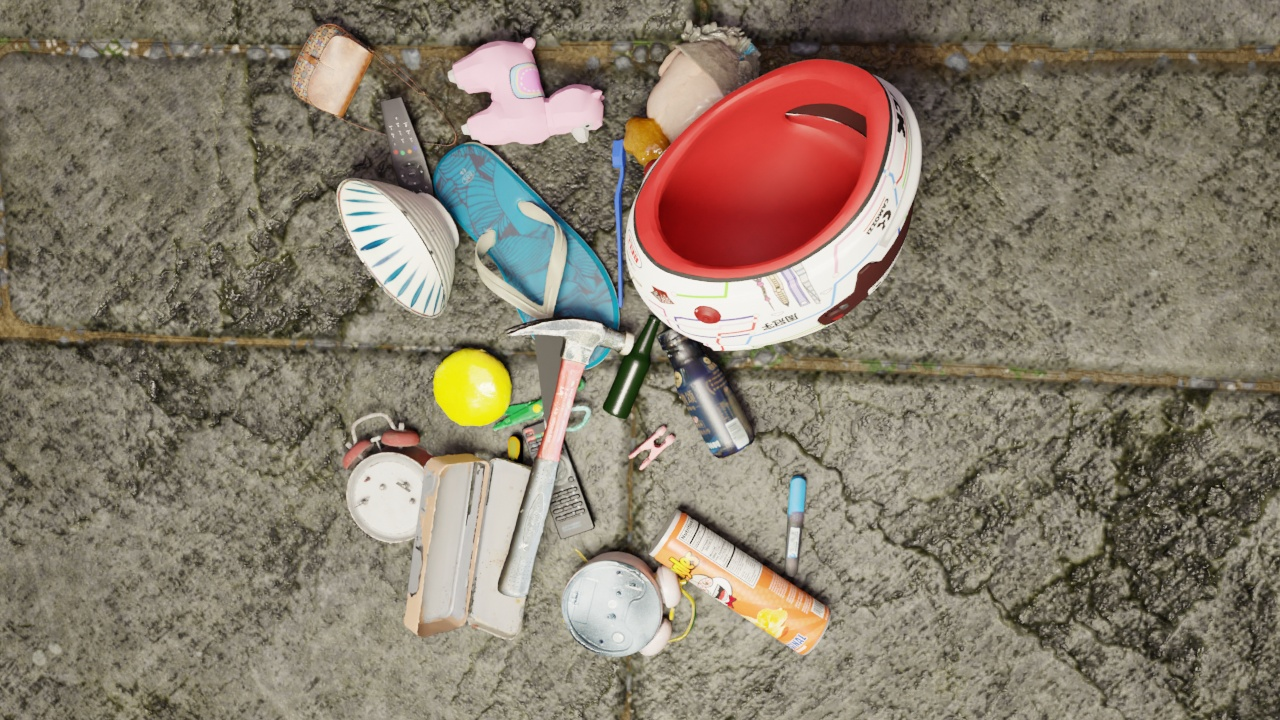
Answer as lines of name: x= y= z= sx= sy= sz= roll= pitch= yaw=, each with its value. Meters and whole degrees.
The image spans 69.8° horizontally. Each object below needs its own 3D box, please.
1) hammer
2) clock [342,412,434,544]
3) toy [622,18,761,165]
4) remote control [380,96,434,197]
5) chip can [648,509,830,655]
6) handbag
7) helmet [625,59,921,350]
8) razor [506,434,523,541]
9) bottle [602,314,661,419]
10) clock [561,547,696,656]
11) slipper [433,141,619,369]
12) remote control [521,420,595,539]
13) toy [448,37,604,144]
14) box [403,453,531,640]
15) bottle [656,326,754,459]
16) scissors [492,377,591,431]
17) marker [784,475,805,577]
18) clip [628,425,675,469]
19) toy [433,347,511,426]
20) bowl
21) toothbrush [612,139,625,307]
hammer: x=-0.113 y=0.108 z=1.029 sx=0.140 sy=0.036 sz=0.326 roll=13 pitch=96 yaw=-18
clock: x=-0.298 y=0.140 z=1.091 sx=0.110 sy=0.061 sz=0.157 roll=-20 pitch=95 yaw=9
toy: x=0.057 y=-0.275 z=0.982 sx=0.176 sy=0.076 sz=0.132 roll=-38 pitch=64 yaw=10
remote control: x=-0.265 y=-0.235 z=1.045 sx=0.039 sy=0.010 sz=0.125 roll=-11 pitch=109 yaw=5
chip can: x=0.114 y=0.255 z=1.060 sx=0.210 sy=0.062 sz=0.062 roll=33 pitch=100 yaw=1
handbag: x=-0.298 y=-0.297 z=1.041 sx=0.196 sy=0.043 sz=0.093 roll=31 pitch=102 yaw=-2
helmet: x=0.139 y=-0.139 z=0.910 sx=0.315 sy=0.235 sz=0.230 roll=-28 pitch=67 yaw=24
razor: x=-0.150 y=0.159 z=1.097 sx=0.044 sy=0.021 sz=0.144 roll=6 pitch=100 yaw=22
bottle: x=-0.006 y=0.006 z=1.052 sx=0.033 sy=0.033 sz=0.123 roll=24 pitch=100 yaw=3
clock: x=-0.012 y=0.287 z=1.081 sx=0.158 sy=0.058 sz=0.117 roll=13 pitch=100 yaw=4
slipper: x=-0.127 y=-0.120 z=1.035 sx=0.118 sy=0.060 sz=0.295 roll=-38 pitch=93 yaw=6
remote control: x=-0.097 y=0.139 z=1.089 sx=0.045 sy=0.021 sz=0.140 roll=-20 pitch=91 yaw=7
toy: x=-0.122 y=-0.290 z=1.006 sx=0.157 sy=0.067 sz=0.123 roll=-12 pitch=95 yaw=4
box: x=-0.191 y=0.223 z=1.068 sx=0.094 sy=0.120 sz=0.217 roll=19 pitch=104 yaw=45
bottle: x=0.072 y=0.032 z=1.035 sx=0.056 sy=0.056 sz=0.161 roll=-27 pitch=94 yaw=9
scissors: x=-0.117 y=0.067 z=1.077 sx=0.132 sy=0.013 sz=0.078 roll=-26 pitch=77 yaw=11
marker: x=0.179 y=0.193 z=1.068 sx=0.018 sy=0.015 sz=0.123 roll=3 pitch=101 yaw=3
clip: x=0.009 y=0.097 z=1.071 sx=0.059 sy=0.022 sz=0.039 roll=-38 pitch=90 yaw=5
toy: x=-0.197 y=0.032 z=1.074 sx=0.095 sy=0.041 sz=0.094 roll=23 pitch=102 yaw=5
bowl: x=-0.254 y=-0.139 z=1.025 sx=0.070 sy=0.178 sz=0.177 roll=-41 pitch=93 yaw=-30
toothbrush: x=-0.025 y=-0.154 z=1.036 sx=0.011 sy=0.016 sz=0.187 roll=2 pitch=96 yaw=14
